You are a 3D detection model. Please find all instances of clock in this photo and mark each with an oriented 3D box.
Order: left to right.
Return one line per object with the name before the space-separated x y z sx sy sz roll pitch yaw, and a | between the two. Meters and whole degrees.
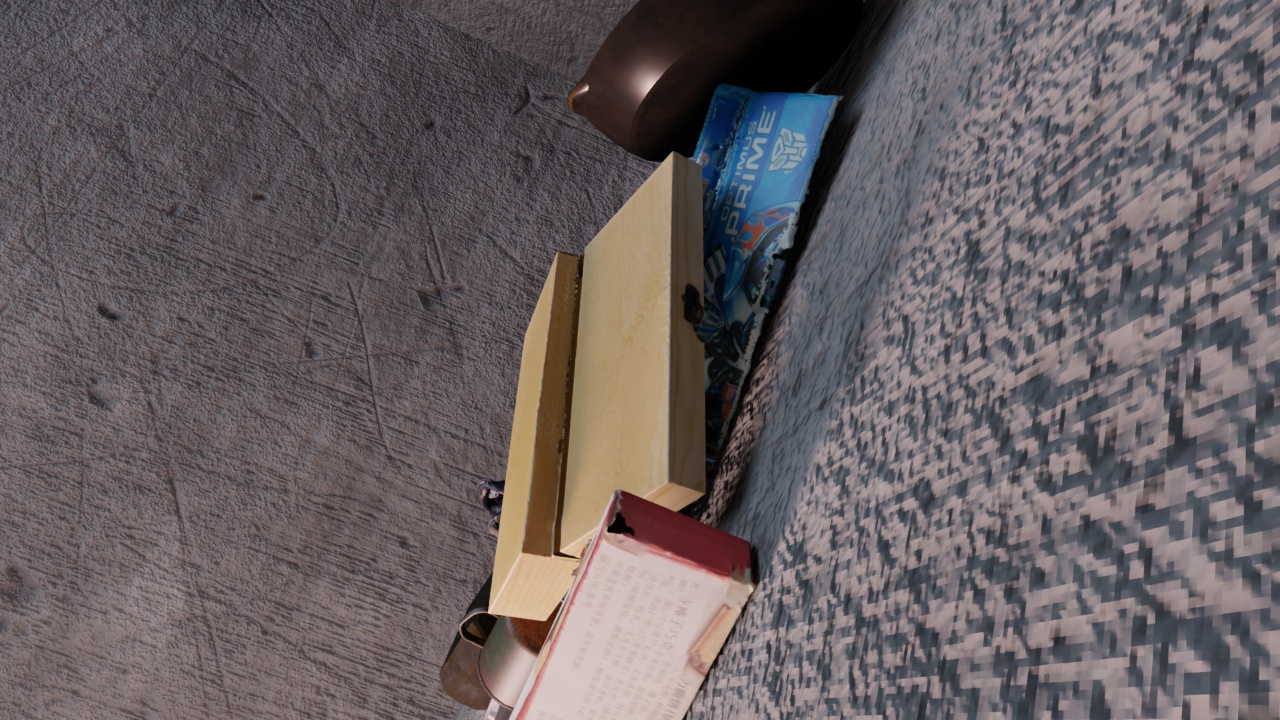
clock | -0.129 0.362 0.851 0.119 0.061 0.160 -77 11 -60

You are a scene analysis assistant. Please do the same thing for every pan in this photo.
pan | 0.073 -0.238 0.615 0.248 0.043 0.356 -26 -12 -11

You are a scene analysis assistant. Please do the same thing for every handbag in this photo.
handbag | -0.136 0.285 0.995 0.200 0.102 0.196 -53 6 41

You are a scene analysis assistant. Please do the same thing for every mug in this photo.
mug | -0.101 0.239 0.791 0.084 0.111 0.081 -69 5 -58

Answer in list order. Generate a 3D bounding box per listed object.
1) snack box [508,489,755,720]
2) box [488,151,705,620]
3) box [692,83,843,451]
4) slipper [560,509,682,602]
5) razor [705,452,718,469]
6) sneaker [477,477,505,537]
snack box | -0.031 0.194 0.472 0.044 0.076 0.273 -72 5 -68
box | -0.034 0.023 0.637 0.258 0.076 0.246 -42 37 46
box | 0.048 -0.071 0.651 0.167 0.075 0.243 -135 62 -80
slipper | -0.019 0.142 0.662 0.214 0.059 0.103 -26 48 64
razor | 0.022 0.083 0.640 0.141 0.044 0.018 111 156 -74
sneaker | -0.143 0.181 1.243 0.252 0.151 0.097 -79 11 -67
